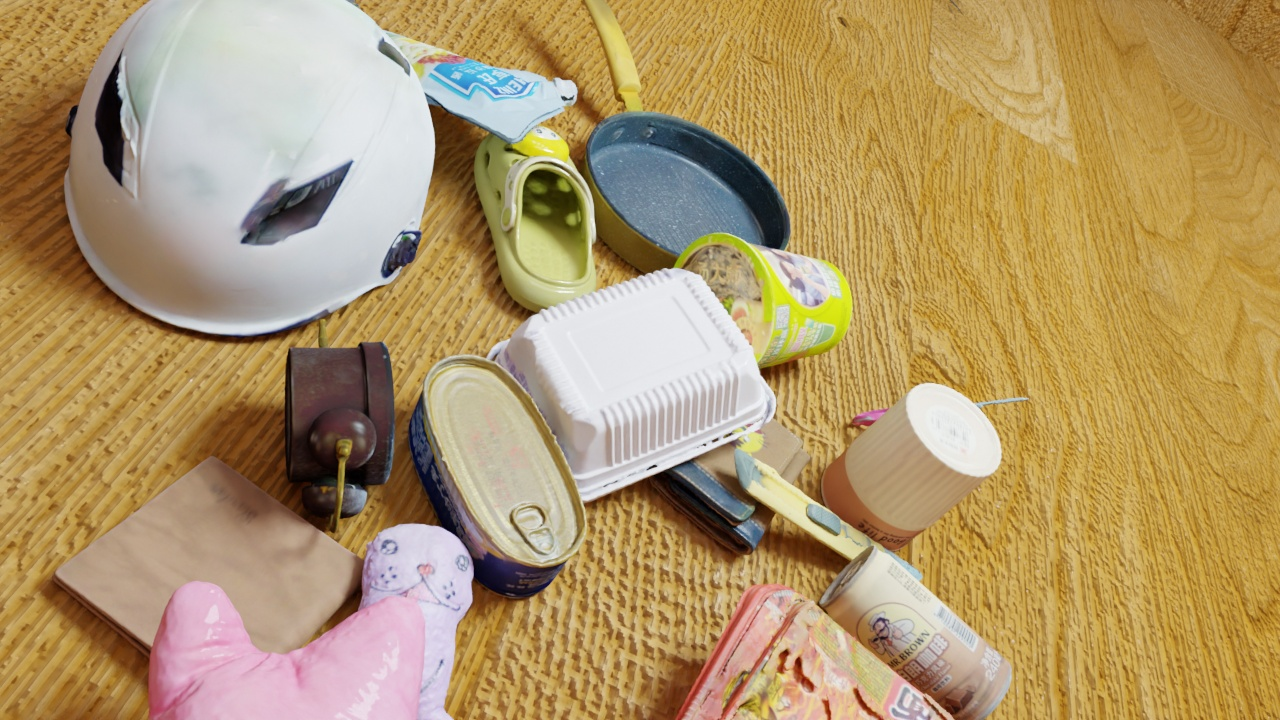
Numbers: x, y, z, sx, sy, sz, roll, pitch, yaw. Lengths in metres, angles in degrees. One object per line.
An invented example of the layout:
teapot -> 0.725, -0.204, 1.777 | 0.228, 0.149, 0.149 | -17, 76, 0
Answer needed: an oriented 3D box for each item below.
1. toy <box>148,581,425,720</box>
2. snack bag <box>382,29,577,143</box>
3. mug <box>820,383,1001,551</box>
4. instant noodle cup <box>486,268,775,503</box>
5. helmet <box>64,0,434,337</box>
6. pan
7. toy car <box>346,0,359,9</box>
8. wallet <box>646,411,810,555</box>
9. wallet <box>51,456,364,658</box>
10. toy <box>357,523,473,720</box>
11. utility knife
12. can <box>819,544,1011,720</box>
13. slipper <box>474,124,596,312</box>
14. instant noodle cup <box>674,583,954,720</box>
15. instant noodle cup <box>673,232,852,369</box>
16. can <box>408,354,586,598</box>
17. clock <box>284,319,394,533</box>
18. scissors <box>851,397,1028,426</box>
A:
toy -> -0.140, 0.181, 0.397 | 0.194, 0.075, 0.178 | 38, 60, -9
snack bag -> -0.148, -0.223, 0.737 | 0.191, 0.039, 0.110 | 21, 31, 19
mug -> 0.208, 0.078, 0.672 | 0.114, 0.106, 0.081 | 0, 53, -30
instant noodle cup -> -0.004, 0.004, 0.614 | 0.173, 0.060, 0.138 | -21, 60, -20
helmet -> -0.239, -0.154, 0.591 | 0.229, 0.146, 0.257 | 24, 45, -9
pan -> 0.008, -0.215, 0.835 | 0.197, 0.078, 0.357 | -11, 59, -37
toy car -> -0.273, -0.308, 0.780 | 0.052, 0.045, 0.120 | 2, 57, -31
wallet -> 0.066, 0.074, 0.651 | 0.090, 0.033, 0.115 | 39, 40, 8
wallet -> -0.214, 0.110, 0.467 | 0.115, 0.020, 0.101 | 34, 42, 5
toy -> -0.124, 0.134, 0.478 | 0.084, 0.039, 0.107 | 22, 52, -18
utility knife -> 0.132, 0.117, 0.639 | 0.188, 0.020, 0.030 | 37, 53, -26
can -> 0.179, 0.180, 0.599 | 0.116, 0.059, 0.058 | 42, 44, 9
slipper -> -0.070, -0.123, 0.710 | 0.091, 0.082, 0.190 | 6, 52, -29
instant noodle cup -> 0.096, 0.231, 0.490 | 0.189, 0.079, 0.164 | 40, 41, 5
instant noodle cup -> 0.101, -0.041, 0.723 | 0.123, 0.112, 0.111 | -3, 54, -41
can -> -0.089, 0.068, 0.551 | 0.074, 0.049, 0.148 | -13, 60, -37
clock -> -0.167, 0.039, 0.508 | 0.055, 0.082, 0.121 | 1, 45, -23
scissors -> 0.239, 0.040, 0.734 | 0.131, 0.133, 0.017 | 5, 77, -66
